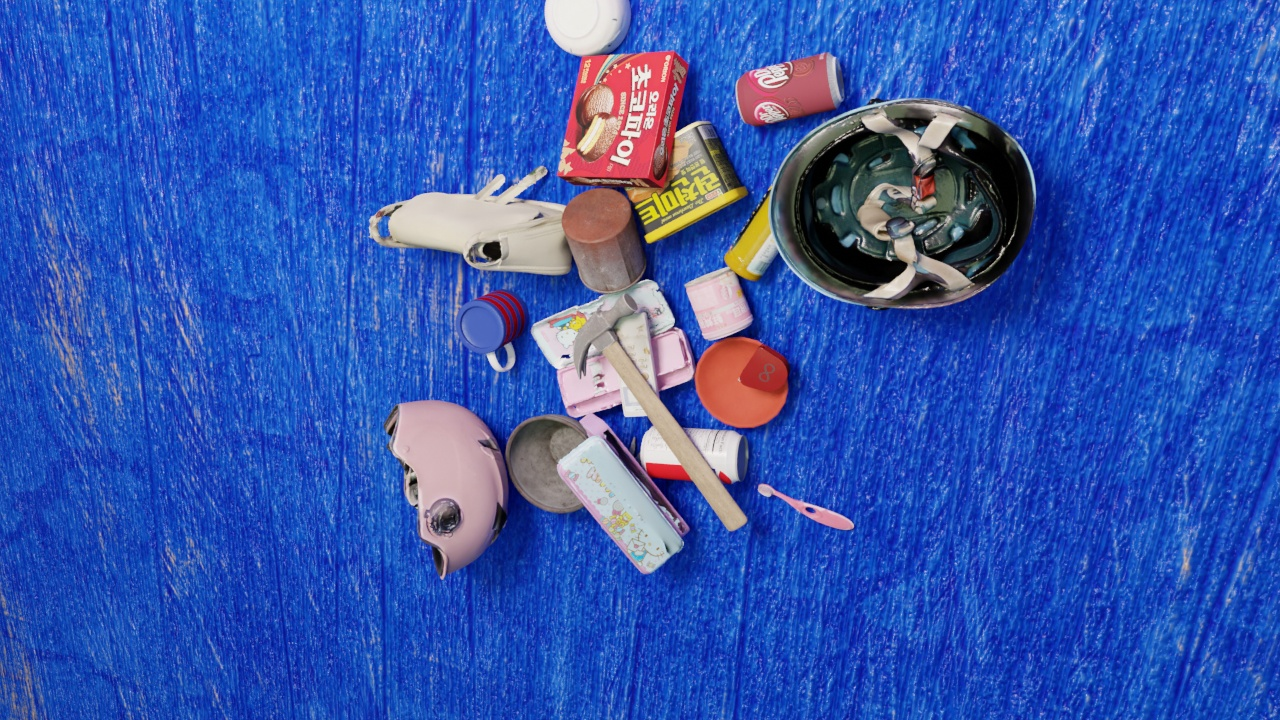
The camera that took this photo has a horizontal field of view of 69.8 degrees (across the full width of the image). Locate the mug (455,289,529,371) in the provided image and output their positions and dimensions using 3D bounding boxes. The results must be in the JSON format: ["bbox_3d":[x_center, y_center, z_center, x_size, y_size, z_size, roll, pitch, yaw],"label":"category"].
[{"bbox_3d":[-0.202,-0.037,1.276,0.075,0.076,0.112,-4,105,22],"label":"mug"}]

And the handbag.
[{"bbox_3d":[-0.211,-0.185,1.186,0.229,0.183,0.132,14,109,35],"label":"handbag"}]

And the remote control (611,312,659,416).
[{"bbox_3d":[-0.007,0.007,1.192,0.050,0.011,0.136,-4,102,22],"label":"remote control"}]

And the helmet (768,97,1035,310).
[{"bbox_3d":[0.276,-0.170,0.995,0.266,0.166,0.226,0,108,13],"label":"helmet"}]

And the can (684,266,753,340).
[{"bbox_3d":[0.099,-0.072,1.154,0.067,0.067,0.076,-18,98,25],"label":"can"}]

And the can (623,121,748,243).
[{"bbox_3d":[0.049,-0.219,1.125,0.131,0.072,0.101,-25,94,26],"label":"can"}]

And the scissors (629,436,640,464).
[{"bbox_3d":[-0.024,0.185,1.310,0.151,0.019,0.120,-33,92,25],"label":"scissors"}]

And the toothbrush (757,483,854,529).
[{"bbox_3d":[0.219,0.195,1.220,0.135,0.016,0.022,22,113,14],"label":"toothbrush"}]

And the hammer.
[{"bbox_3d":[0.032,0.078,1.179,0.120,0.030,0.331,-36,92,26],"label":"hammer"}]

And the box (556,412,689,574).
[{"bbox_3d":[-0.029,0.181,1.222,0.092,0.090,0.214,-41,113,-10],"label":"box"}]

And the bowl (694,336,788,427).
[{"bbox_3d":[0.134,0.024,1.188,0.122,0.035,0.122,6,109,19],"label":"bowl"}]

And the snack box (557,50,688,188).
[{"bbox_3d":[-0.022,-0.287,1.100,0.133,0.035,0.152,9,85,33],"label":"snack box"}]

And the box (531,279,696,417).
[{"bbox_3d":[-0.034,-0.014,1.235,0.202,0.058,0.155,-19,97,25],"label":"box"}]

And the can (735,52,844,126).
[{"bbox_3d":[0.171,-0.309,1.052,0.114,0.063,0.063,-7,104,23],"label":"can"}]

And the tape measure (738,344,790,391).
[{"bbox_3d":[0.157,0.015,1.144,0.051,0.019,0.059,34,122,6],"label":"tape measure"}]

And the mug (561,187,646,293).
[{"bbox_3d":[-0.048,-0.162,1.156,0.096,0.110,0.122,-15,57,-4],"label":"mug"}]

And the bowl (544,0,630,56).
[{"bbox_3d":[-0.069,-0.423,1.116,0.105,0.054,0.105,6,108,18],"label":"bowl"}]

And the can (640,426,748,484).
[{"bbox_3d":[0.072,0.126,1.224,0.132,0.070,0.070,2,107,21],"label":"can"}]

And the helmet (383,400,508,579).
[{"bbox_3d":[-0.269,0.174,1.310,0.152,0.230,0.255,-15,91,-19],"label":"helmet"}]

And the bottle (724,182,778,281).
[{"bbox_3d":[0.170,-0.183,1.098,0.053,0.053,0.186,36,116,7],"label":"bottle"}]

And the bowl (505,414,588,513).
[{"bbox_3d":[-0.112,0.136,1.301,0.145,0.067,0.145,6,109,19],"label":"bowl"}]
